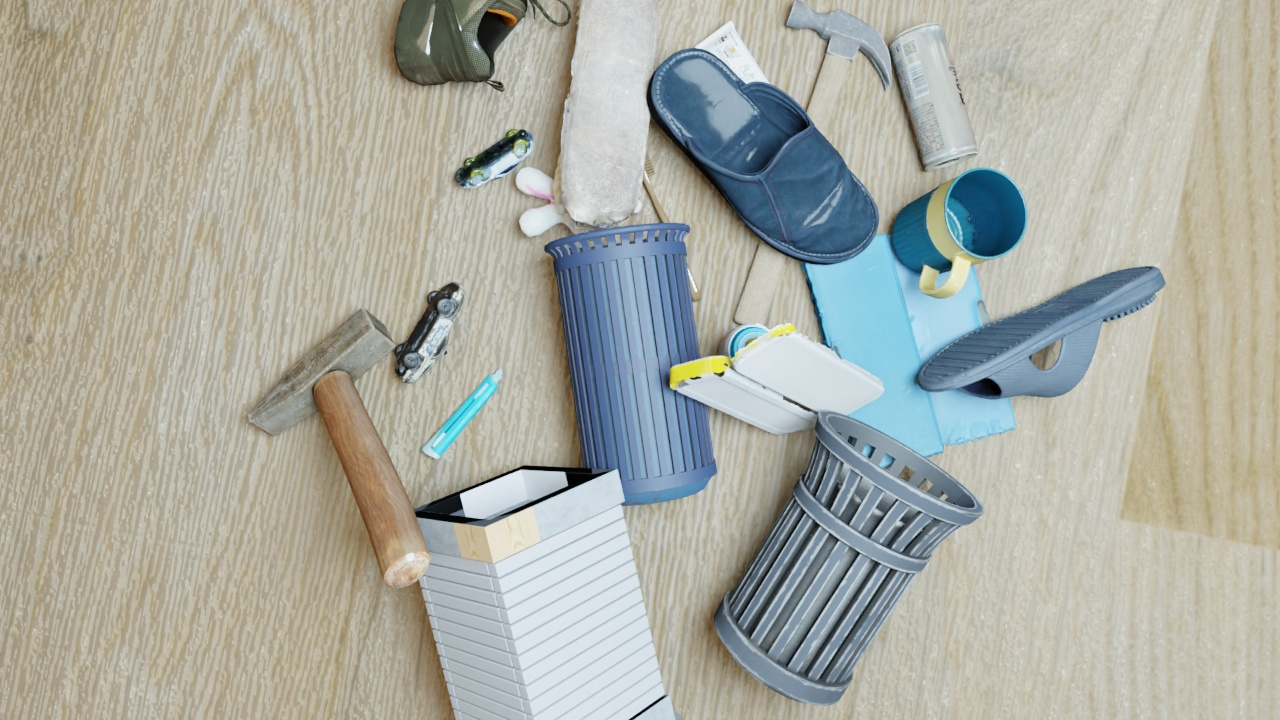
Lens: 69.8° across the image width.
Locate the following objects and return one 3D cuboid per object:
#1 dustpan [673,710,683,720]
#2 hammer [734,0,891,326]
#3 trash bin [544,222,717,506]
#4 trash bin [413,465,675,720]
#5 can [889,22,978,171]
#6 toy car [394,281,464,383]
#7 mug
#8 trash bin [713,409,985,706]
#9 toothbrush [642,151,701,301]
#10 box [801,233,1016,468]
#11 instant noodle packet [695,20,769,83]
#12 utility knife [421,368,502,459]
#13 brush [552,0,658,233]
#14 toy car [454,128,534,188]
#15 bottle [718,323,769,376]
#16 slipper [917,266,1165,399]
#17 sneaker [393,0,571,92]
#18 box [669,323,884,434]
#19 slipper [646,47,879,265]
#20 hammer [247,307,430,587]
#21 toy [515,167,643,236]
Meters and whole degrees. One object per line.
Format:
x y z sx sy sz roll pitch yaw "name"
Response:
0.013 0.430 0.929 0.258 0.033 0.163 1 90 10 "dustpan"
0.161 -0.192 0.927 0.119 0.031 0.331 19 89 1 "hammer"
-0.005 0.005 0.875 0.139 0.139 0.249 -8 91 0 "trash bin"
-0.092 0.236 0.827 0.142 0.143 0.247 -19 99 -41 "trash bin"
0.291 -0.262 0.913 0.054 0.054 0.135 -16 90 0 "can"
-0.208 -0.027 0.923 0.040 0.048 0.113 31 90 -31 "toy car"
0.292 -0.113 0.865 0.083 0.107 0.113 20 82 -11 "mug"
0.180 0.186 0.848 0.164 0.164 0.228 28 103 0 "trash bin"
0.028 -0.138 0.934 0.016 0.016 0.167 -22 89 1 "toothbrush"
0.273 -0.018 0.927 0.174 0.033 0.231 -16 90 -3 "box"
0.090 -0.261 0.917 0.087 0.026 0.134 -34 80 12 "instant noodle packet"
-0.179 0.053 0.937 0.022 0.015 0.116 39 89 30 "utility knife"
-0.032 -0.256 0.893 0.083 0.057 0.271 7 81 -9 "brush"
-0.145 -0.201 0.927 0.090 0.038 0.027 -33 130 1 "toy car"
0.104 -0.010 0.868 0.051 0.146 0.051 0 89 0 "bottle"
0.397 -0.009 0.883 0.263 0.101 0.082 -25 97 -10 "slipper"
-0.142 -0.374 0.887 0.143 0.101 0.238 16 95 11 "sneaker"
0.129 0.023 0.835 0.130 0.209 0.034 -25 60 29 "box"
0.121 -0.188 0.855 0.265 0.083 0.109 41 88 -10 "slipper"
-0.260 0.090 0.835 0.158 0.037 0.300 -40 48 1 "hammer"
-0.061 -0.161 0.924 0.125 0.037 0.076 -5 85 -6 "toy"
